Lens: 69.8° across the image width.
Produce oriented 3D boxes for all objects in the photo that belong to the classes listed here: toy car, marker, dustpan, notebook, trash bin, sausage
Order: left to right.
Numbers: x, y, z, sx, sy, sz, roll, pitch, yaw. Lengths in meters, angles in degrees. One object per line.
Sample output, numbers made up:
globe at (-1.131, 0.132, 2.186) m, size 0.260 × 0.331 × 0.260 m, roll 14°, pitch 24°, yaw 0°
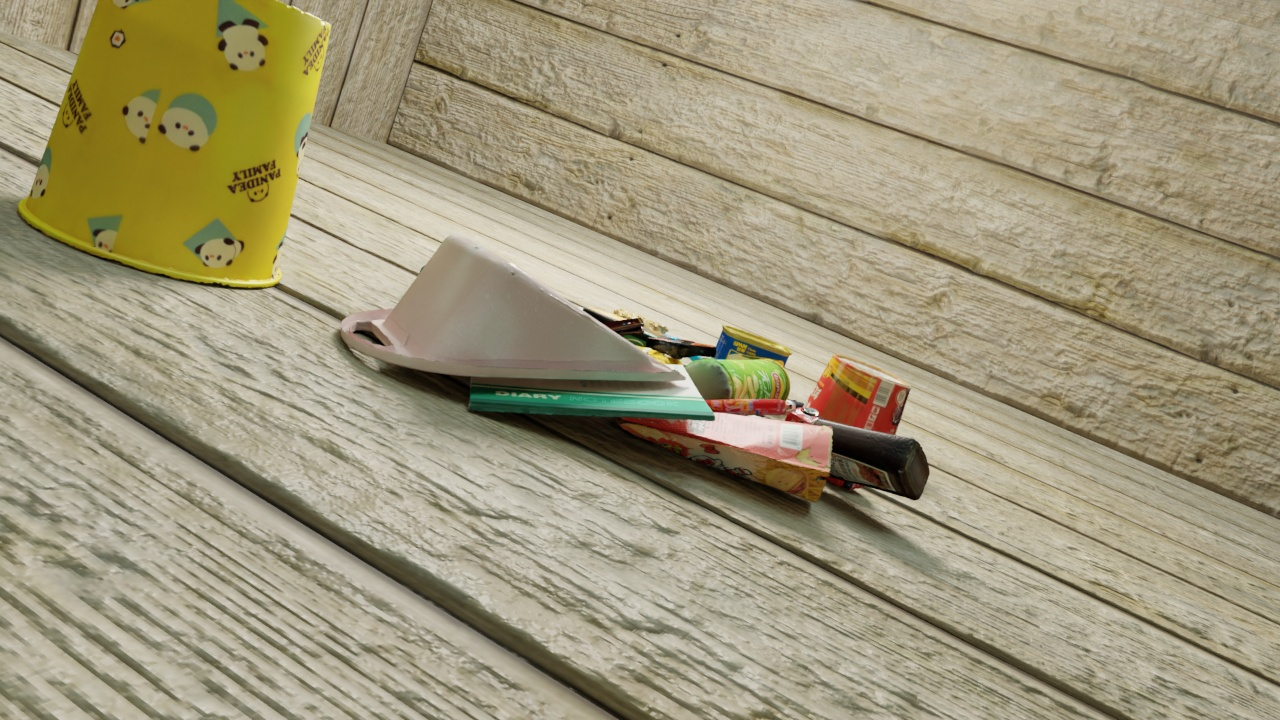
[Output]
trash bin at (-0.417, -0.227, 0.859) m, size 0.229 × 0.255 × 0.229 m, roll 21°, pitch 10°, yaw -4°
dustpan at (-0.132, -0.015, 0.876) m, size 0.273 × 0.139 × 0.223 m, roll 34°, pitch -2°, yaw -31°
notebook at (-0.049, 0.024, 0.835) m, size 0.209 × 0.012 × 0.150 m, roll 3°, pitch 15°, yaw -10°
sausage at (0.090, 0.051, 0.993) m, size 0.155 × 0.020 × 0.020 m, roll -1°, pitch 15°, yaw -10°
marker at (0.191, 0.061, 1.270) m, size 0.022 × 0.018 × 0.130 m, roll 34°, pitch 15°, yaw 35°
toy car at (0.200, 0.096, 1.008) m, size 0.045 × 0.053 × 0.120 m, roll -10°, pitch 31°, yaw -32°

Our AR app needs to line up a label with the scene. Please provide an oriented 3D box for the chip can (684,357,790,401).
chip can at (0.115, 0.033, 1.110) m, size 0.072 × 0.073 × 0.221 m, roll 26°, pitch 12°, yaw 24°

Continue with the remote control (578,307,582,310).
remote control at (-0.088, -0.059, 1.310) m, size 0.049 × 0.024 × 0.124 m, roll 24°, pitch 10°, yaw 11°

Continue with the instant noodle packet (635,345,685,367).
instant noodle packet at (-0.006, 0.006, 1.080) m, size 0.111 × 0.044 × 0.128 m, roll 16°, pitch 6°, yaw 9°

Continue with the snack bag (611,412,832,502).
snack bag at (0.073, 0.073, 0.864) m, size 0.208 × 0.073 × 0.128 m, roll 14°, pitch 3°, yaw 5°

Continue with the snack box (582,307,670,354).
snack box at (-0.026, -0.027, 1.214) m, size 0.113 × 0.053 × 0.125 m, roll 23°, pitch 5°, yaw 6°

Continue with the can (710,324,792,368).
can at (0.146, 0.007, 1.272) m, size 0.102 × 0.083 × 0.057 m, roll 19°, pitch 11°, yaw -14°

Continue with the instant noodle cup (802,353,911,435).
instant noodle cup at (0.285, 0.061, 1.206) m, size 0.138 × 0.109 × 0.137 m, roll 21°, pitch 11°, yaw -4°

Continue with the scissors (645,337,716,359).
scissors at (0.070, -0.013, 1.160) m, size 0.125 × 0.022 × 0.234 m, roll 9°, pitch 3°, yaw 24°

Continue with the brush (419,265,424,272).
brush at (-0.222, -0.104, 1.130) m, size 0.055 × 0.073 × 0.143 m, roll 29°, pitch 11°, yaw 14°

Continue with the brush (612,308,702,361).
brush at (0.064, -0.011, 1.348) m, size 0.255 × 0.046 × 0.083 m, roll 27°, pitch 7°, yaw 11°

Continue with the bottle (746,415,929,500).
bottle at (0.189, 0.090, 0.930) m, size 0.195 × 0.044 × 0.080 m, roll 11°, pitch -29°, yaw 38°

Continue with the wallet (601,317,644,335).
wallet at (-0.057, -0.033, 1.090) m, size 0.122 × 0.020 × 0.096 m, roll -8°, pitch 4°, yaw -1°
